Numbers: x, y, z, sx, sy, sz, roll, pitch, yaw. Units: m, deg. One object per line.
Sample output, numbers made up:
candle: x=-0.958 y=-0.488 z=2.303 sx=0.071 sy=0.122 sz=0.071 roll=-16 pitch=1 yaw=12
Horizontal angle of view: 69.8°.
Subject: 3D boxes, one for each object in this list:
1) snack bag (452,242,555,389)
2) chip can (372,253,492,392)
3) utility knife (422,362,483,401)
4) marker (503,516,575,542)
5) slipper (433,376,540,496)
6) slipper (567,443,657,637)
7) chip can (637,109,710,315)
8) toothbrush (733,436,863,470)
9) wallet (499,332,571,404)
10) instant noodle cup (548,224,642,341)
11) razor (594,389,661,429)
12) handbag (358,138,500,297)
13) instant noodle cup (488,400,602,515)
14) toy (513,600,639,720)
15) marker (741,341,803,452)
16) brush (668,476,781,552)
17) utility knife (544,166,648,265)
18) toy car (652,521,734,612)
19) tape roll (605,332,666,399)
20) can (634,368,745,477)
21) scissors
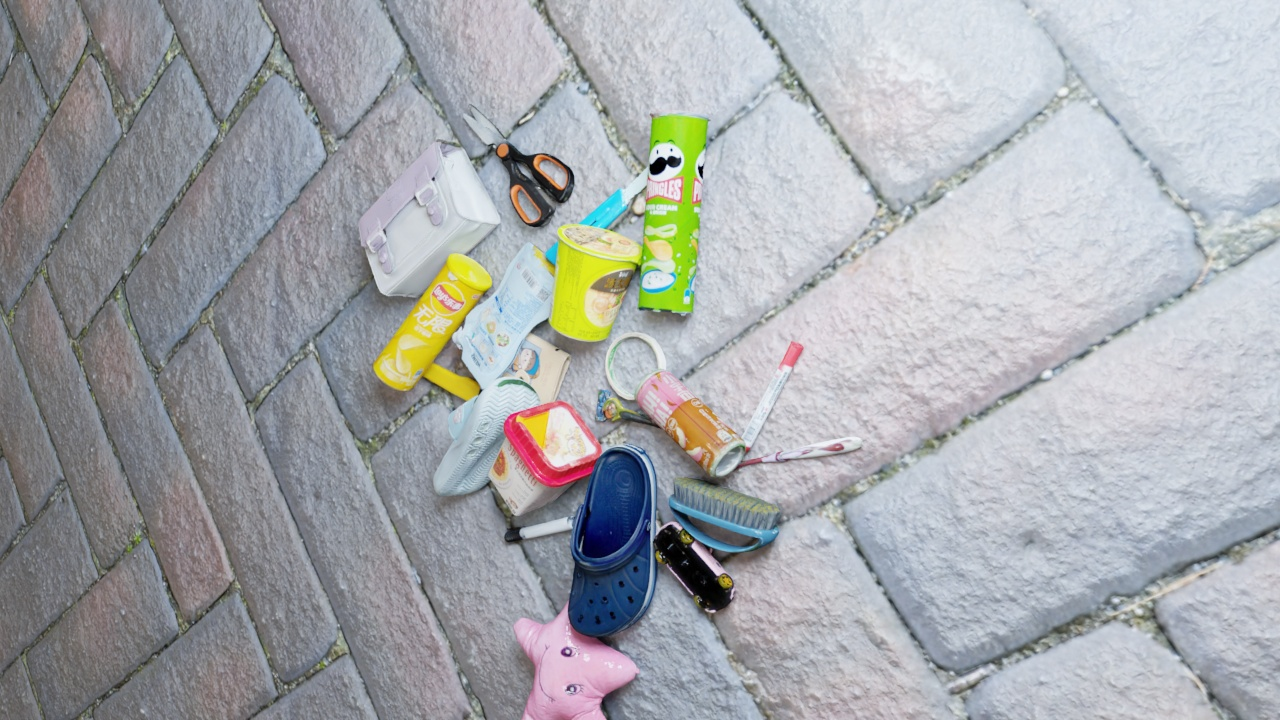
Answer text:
snack bag: x=-0.181 y=-0.060 z=1.249 sx=0.110 sy=0.038 sz=0.191 roll=47 pitch=107 yaw=21
chip can: x=-0.300 y=-0.052 z=1.317 sx=0.072 sy=0.072 sz=0.214 roll=49 pitch=113 yaw=21
utility knife: x=-0.277 y=0.029 z=1.348 sx=0.156 sy=0.015 sz=0.033 roll=25 pitch=100 yaw=31
marker: x=-0.138 y=0.232 z=1.267 sx=0.131 sy=0.018 sz=0.022 roll=-19 pitch=73 yaw=33
slipper: x=-0.220 y=0.101 z=1.265 sx=0.246 sy=0.103 sz=0.074 roll=-53 pitch=53 yaw=35
slipper: x=-0.035 y=0.231 z=1.148 sx=0.105 sy=0.095 sz=0.253 roll=11 pitch=94 yaw=22
chip can: x=0.039 y=-0.174 z=1.095 sx=0.072 sy=0.072 sz=0.236 roll=9 pitch=98 yaw=33
toothbrush: x=0.167 y=0.109 z=1.058 sx=0.188 sy=0.017 sz=0.016 roll=-15 pitch=81 yaw=34
wallet: x=-0.152 y=0.009 z=1.261 sx=0.115 sy=0.024 sz=0.087 roll=28 pitch=103 yaw=28
instant noodle cup: x=-0.063 y=-0.093 z=1.153 sx=0.112 sy=0.111 sz=0.124 roll=30 pitch=117 yaw=29
razor: x=-0.002 y=0.073 z=1.166 sx=0.143 sy=0.022 sz=0.043 roll=14 pitch=103 yaw=32
handbag: x=-0.312 y=-0.201 z=1.315 sx=0.197 sy=0.098 sz=0.145 roll=-36 pitch=68 yaw=29
instant noodle cup: x=-0.132 y=0.133 z=1.208 sx=0.116 sy=0.116 sz=0.124 roll=52 pitch=129 yaw=20
toy: x=-0.084 y=0.399 z=1.208 sx=0.179 sy=0.074 sz=0.194 roll=-8 pitch=76 yaw=18
marker: x=0.150 y=0.044 z=1.067 sx=0.017 sy=0.017 sz=0.145 roll=35 pitch=111 yaw=27
brush: x=0.096 y=0.187 z=1.087 sx=0.144 sy=0.055 sz=0.073 roll=14 pitch=100 yaw=32
utility knife: x=-0.041 y=-0.193 z=1.179 sx=0.226 sy=0.018 sz=0.034 roll=-38 pitch=72 yaw=28
toy car: x=0.067 y=0.251 z=1.124 sx=0.122 sy=0.037 sz=0.056 roll=49 pitch=120 yaw=7
tape roll: x=-0.007 y=0.007 z=1.169 sx=0.086 sy=0.013 sz=0.086 roll=2 pitch=94 yaw=33
can: x=0.058 y=0.074 z=1.094 sx=0.147 sy=0.057 sz=0.058 roll=43 pitch=114 yaw=32
scissors: x=-0.167 y=-0.288 z=1.258 sx=0.153 sy=0.021 sz=0.234 roll=-26 pitch=75 yaw=25
